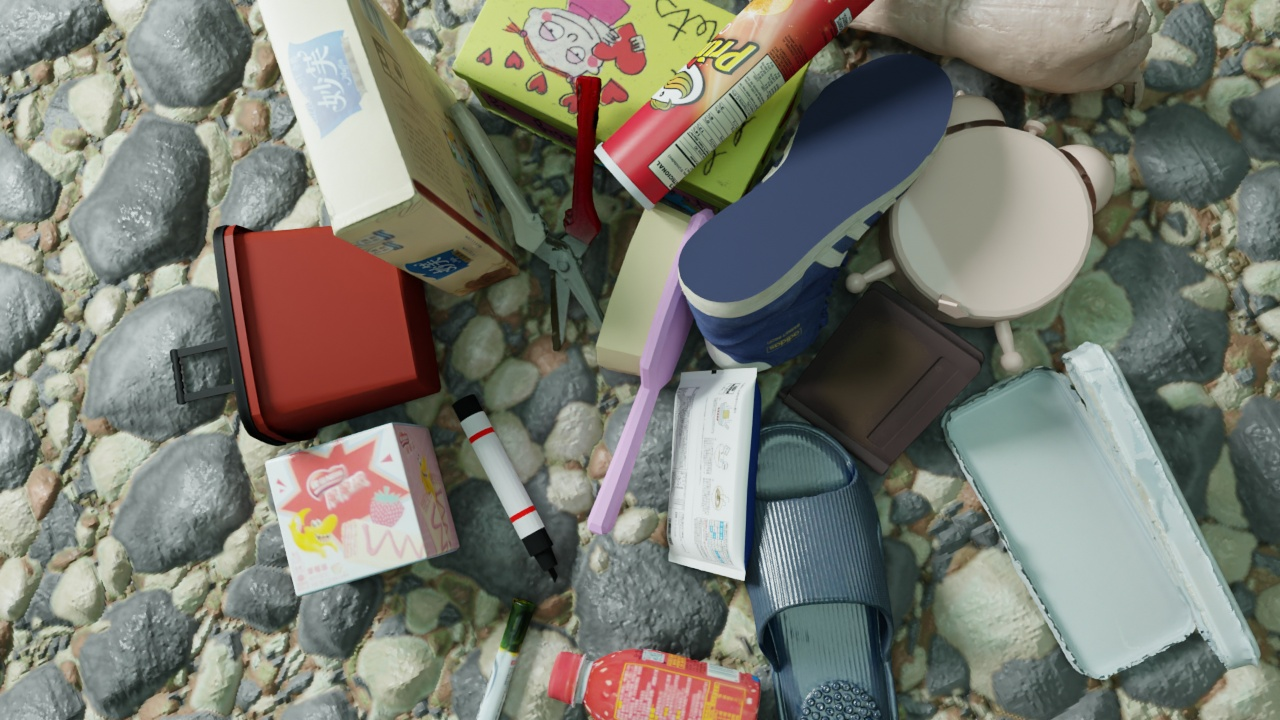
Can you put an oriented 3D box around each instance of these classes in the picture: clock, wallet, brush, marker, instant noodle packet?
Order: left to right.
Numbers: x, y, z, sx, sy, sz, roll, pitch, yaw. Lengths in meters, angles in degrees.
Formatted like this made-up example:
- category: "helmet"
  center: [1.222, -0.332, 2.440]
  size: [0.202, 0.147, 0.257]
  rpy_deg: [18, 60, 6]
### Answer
- category: "marker"
  center: [-0.104, 0.239, 0.643]
  size: [0.017, 0.017, 0.146]
  rpy_deg: [17, 86, 7]
- category: "marker"
  center: [-0.094, 0.092, 0.656]
  size: [0.019, 0.019, 0.145]
  rpy_deg: [-29, 82, 2]
- category: "brush"
  center: [-0.004, 0.004, 0.622]
  size: [0.043, 0.089, 0.228]
  rpy_deg: [19, 86, 11]
- category: "instant noodle packet"
  center: [0.046, 0.073, 0.617]
  size: [0.026, 0.087, 0.134]
  rpy_deg: [7, 84, -31]
- category: "wallet"
  center: [0.156, 0.014, 0.611]
  size: [0.091, 0.018, 0.116]
  rpy_deg: [37, 127, 7]
- category: "clock"
  center: [0.233, -0.093, 0.616]
  size: [0.131, 0.086, 0.160]
  rpy_deg: [28, 81, 7]

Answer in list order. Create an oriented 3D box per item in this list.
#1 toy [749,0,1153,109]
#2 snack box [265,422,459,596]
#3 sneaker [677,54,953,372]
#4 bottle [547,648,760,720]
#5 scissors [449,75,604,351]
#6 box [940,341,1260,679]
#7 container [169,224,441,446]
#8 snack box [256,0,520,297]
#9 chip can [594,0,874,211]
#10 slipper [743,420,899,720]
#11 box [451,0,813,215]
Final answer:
- category: "toy"
  center: [0.206, -0.226, 0.629]
  size: [0.265, 0.196, 0.065]
  rpy_deg: [17, 91, 32]
- category: "snack box"
  center: [-0.190, 0.101, 0.634]
  size: [0.093, 0.079, 0.094]
  rpy_deg: [-16, 82, 3]
- category: "sneaker"
  center: [0.122, -0.085, 0.613]
  size: [0.091, 0.118, 0.232]
  rpy_deg: [34, 70, 27]
- category: "bottle"
  center: [0.008, 0.226, 0.612]
  size: [0.137, 0.062, 0.062]
  rpy_deg: [12, 85, 8]
- category: "scissors"
  center: [-0.064, -0.107, 0.629]
  size: [0.179, 0.015, 0.197]
  rpy_deg: [33, 120, 5]
- category: "box"
  center: [0.298, 0.098, 0.576]
  size: [0.130, 0.105, 0.211]
  rpy_deg: [-30, 82, 5]
- category: "container"
  center: [-0.253, -0.015, 0.636]
  size: [0.201, 0.127, 0.148]
  rpy_deg: [-11, 83, -2]
- category: "snack box"
  center: [-0.151, -0.134, 0.591]
  size: [0.055, 0.207, 0.153]
  rpy_deg: [-22, 82, 5]
- category: "chip can"
  center: [0.067, -0.184, 0.561]
  size: [0.215, 0.051, 0.052]
  rpy_deg: [-42, 82, 10]
- category: "slipper"
  center: [0.121, 0.168, 0.598]
  size: [0.101, 0.082, 0.263]
  rpy_deg: [-10, 84, 2]
- category: "box"
  center: [-0.003, -0.197, 0.647]
  size: [0.221, 0.083, 0.124]
  rpy_deg: [29, 88, 9]
